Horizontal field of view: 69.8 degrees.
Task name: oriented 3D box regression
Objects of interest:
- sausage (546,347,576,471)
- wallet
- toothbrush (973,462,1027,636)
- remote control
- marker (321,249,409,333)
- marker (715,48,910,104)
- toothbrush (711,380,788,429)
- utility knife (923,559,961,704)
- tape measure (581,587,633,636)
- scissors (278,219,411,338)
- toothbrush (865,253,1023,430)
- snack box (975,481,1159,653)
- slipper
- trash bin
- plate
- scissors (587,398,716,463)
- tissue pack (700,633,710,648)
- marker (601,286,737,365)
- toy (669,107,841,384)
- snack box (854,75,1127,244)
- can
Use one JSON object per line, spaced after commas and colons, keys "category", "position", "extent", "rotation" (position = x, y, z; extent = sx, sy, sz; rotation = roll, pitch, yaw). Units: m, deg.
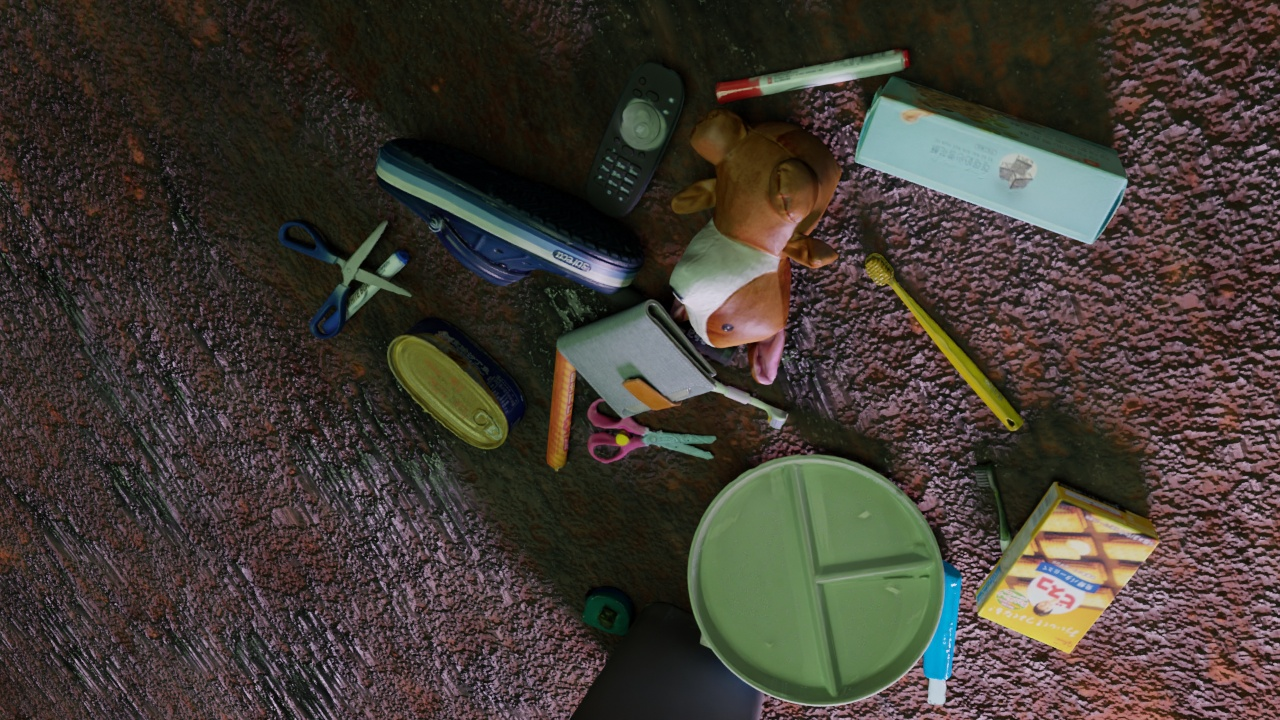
{"category": "sausage", "position": [-0.078, 0.044, 0.910], "extent": [0.021, 0.021, 0.165], "rotation": [17, 122, 14]}
{"category": "wallet", "position": [-0.005, 0.005, 0.823], "extent": [0.130, 0.036, 0.106], "rotation": [-18, 119, 47]}
{"category": "toothbrush", "position": [0.325, 0.170, 0.817], "extent": [0.017, 0.012, 0.186], "rotation": [-8, 114, 32]}
{"category": "remote control", "position": [-0.004, -0.181, 0.756], "extent": [0.053, 0.024, 0.137], "rotation": [32, 123, 6]}
{"category": "marker", "position": [-0.282, -0.069, 0.936], "extent": [0.146, 0.016, 0.017], "rotation": [-34, 100, 33]}
{"category": "marker", "position": [0.127, -0.213, 0.689], "extent": [0.145, 0.017, 0.017], "rotation": [-3, 115, 24]}
{"category": "toothbrush", "position": [0.046, 0.017, 0.846], "extent": [0.189, 0.029, 0.020], "rotation": [24, 80, 11]}
{"category": "utility knife", "position": [0.286, 0.267, 0.882], "extent": [0.034, 0.018, 0.186], "rotation": [13, 123, 33]}
{"category": "tape measure", "position": [-0.036, 0.278, 1.017], "extent": [0.058, 0.025, 0.055], "rotation": [19, 123, 11]}
{"category": "scissors", "position": [-0.302, -0.087, 0.924], "extent": [0.176, 0.012, 0.163], "rotation": [31, 118, 15]}
{"category": "toothbrush", "position": [0.247, -0.013, 0.747], "extent": [0.190, 0.016, 0.016], "rotation": [47, 124, -7]}
{"category": "snack box", "position": [0.361, 0.179, 0.785], "extent": [0.087, 0.033, 0.141], "rotation": [23, 121, 3]}
{"category": "slipper", "position": [-0.123, -0.112, 0.793], "extent": [0.253, 0.104, 0.095], "rotation": [27, 116, 10]}
{"category": "trash bin", "position": [0.021, 0.390, 0.938], "extent": [0.199, 0.219, 0.199], "rotation": [21, 123, 10]}
{"category": "plate", "position": [0.158, 0.199, 0.840], "extent": [0.230, 0.027, 0.230], "rotation": [0, 91, 11]}
{"category": "scissors", "position": [0.010, 0.066, 0.892], "extent": [0.138, 0.017, 0.077], "rotation": [-1, 108, 18]}
{"category": "tissue pack", "position": [0.118, 0.247, 0.913], "extent": [0.090, 0.063, 0.140], "rotation": [21, 122, 9]}
{"category": "marker", "position": [0.026, -0.036, 0.824], "extent": [0.132, 0.022, 0.020], "rotation": [30, 117, 4]}
{"category": "toy", "position": [0.079, -0.085, 0.720], "extent": [0.140, 0.130, 0.200], "rotation": [47, 142, 32]}
{"category": "snack box", "position": [0.243, -0.143, 0.644], "extent": [0.175, 0.074, 0.052], "rotation": [22, 122, 10]}
{"category": "can", "position": [-0.184, 0.022, 0.925], "extent": [0.148, 0.049, 0.075], "rotation": [42, 124, -3]}
